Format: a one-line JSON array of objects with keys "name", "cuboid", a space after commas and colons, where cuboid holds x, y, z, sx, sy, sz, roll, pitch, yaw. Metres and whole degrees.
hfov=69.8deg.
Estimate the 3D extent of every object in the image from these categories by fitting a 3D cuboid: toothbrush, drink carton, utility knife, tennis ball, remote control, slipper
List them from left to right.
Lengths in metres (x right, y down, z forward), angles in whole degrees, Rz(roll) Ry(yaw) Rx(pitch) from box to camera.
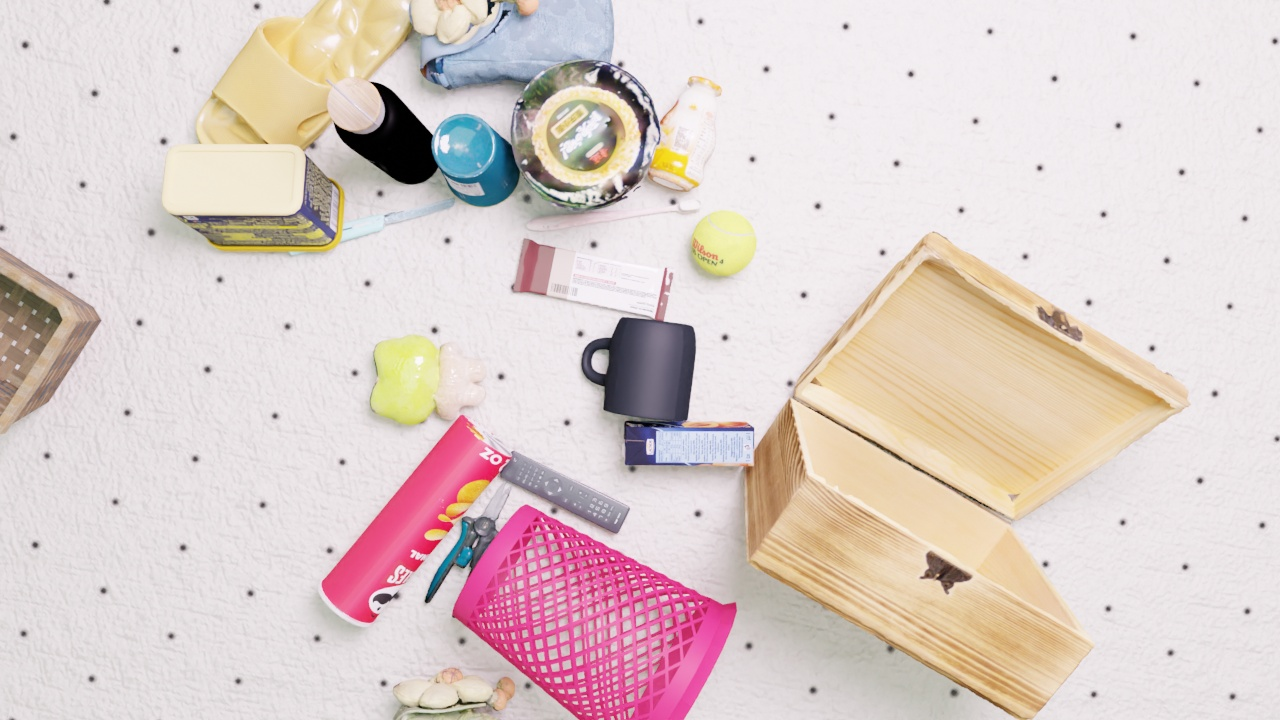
[{"name": "slipper", "cuboid": [-0.328, -0.288, 0.896, 0.263, 0.078, 0.099, -43, 95, 0]}, {"name": "utility knife", "cuboid": [-0.275, -0.139, 0.935, 0.179, 0.016, 0.022, -15, 81, -4]}, {"name": "remote control", "cuboid": [-0.078, 0.135, 0.947, 0.136, 0.015, 0.032, 26, 91, 0]}, {"name": "toothbrush", "cuboid": [-0.027, -0.149, 0.938, 0.181, 0.018, 0.015, -7, 92, 0]}, {"name": "drink carton", "cuboid": [0.046, 0.083, 0.923, 0.130, 0.064, 0.040, 1, 91, -1]}, {"name": "tennis ball", "cuboid": [0.083, -0.117, 0.917, 0.065, 0.065, 0.065, 0, 92, -2]}]

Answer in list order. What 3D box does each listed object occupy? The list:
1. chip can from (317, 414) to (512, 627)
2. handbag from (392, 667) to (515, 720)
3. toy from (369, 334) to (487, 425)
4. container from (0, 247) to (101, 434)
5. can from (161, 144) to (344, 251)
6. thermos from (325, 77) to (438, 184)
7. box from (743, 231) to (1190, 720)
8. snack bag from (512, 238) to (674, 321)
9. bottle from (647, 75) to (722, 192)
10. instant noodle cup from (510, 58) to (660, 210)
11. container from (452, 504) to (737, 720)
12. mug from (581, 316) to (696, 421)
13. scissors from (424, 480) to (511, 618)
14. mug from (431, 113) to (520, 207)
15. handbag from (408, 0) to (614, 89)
[{"name": "chip can", "cuboid": [-0.224, 0.159, 0.917, 0.069, 0.069, 0.220, 40, 90, -2]}, {"name": "handbag", "cuboid": [-0.164, 0.371, 0.914, 0.186, 0.113, 0.116, 21, 78, -5]}, {"name": "toy", "cuboid": [-0.213, 0.021, 0.926, 0.115, 0.046, 0.092, 4, 93, -8]}, {"name": "container", "cuboid": [-0.658, -0.051, 0.840, 0.250, 0.186, 0.157, 33, 91, -2]}, {"name": "can", "cuboid": [-0.367, -0.155, 0.877, 0.135, 0.104, 0.075, 0, 80, 1]}, {"name": "thermos", "cuboid": [-0.231, -0.207, 0.823, 0.061, 0.231, 0.061, 0, 92, -2]}, {"name": "box", "cuboid": [0.290, 0.076, 0.845, 0.279, 0.281, 0.316, 29, 103, -2]}, {"name": "snack bag", "cuboid": [-0.048, -0.083, 0.941, 0.158, 0.013, 0.057, 11, 94, -2]}, {"name": "bottle", "cuboid": [0.046, -0.226, 0.913, 0.063, 0.063, 0.108, 21, 91, -2]}, {"name": "instant noodle cup", "cuboid": [-0.052, -0.207, 0.888, 0.137, 0.112, 0.137, 0, 91, -3]}, {"name": "container", "cuboid": [-0.051, 0.251, 0.882, 0.226, 0.183, 0.183, 32, 91, 5]}, {"name": "mug", "cuboid": [-0.005, 0.005, 0.918, 0.122, 0.085, 0.094, 8, 91, 27]}, {"name": "scissors", "cuboid": [-0.179, 0.194, 0.945, 0.140, 0.019, 0.128, -18, 92, -3]}, {"name": "mug", "cuboid": [-0.160, -0.194, 0.880, 0.078, 0.121, 0.078, 0, 92, -2]}, {"name": "handbag", "cuboid": [-0.121, -0.325, 0.876, 0.192, 0.119, 0.121, 3, 74, 2]}]
